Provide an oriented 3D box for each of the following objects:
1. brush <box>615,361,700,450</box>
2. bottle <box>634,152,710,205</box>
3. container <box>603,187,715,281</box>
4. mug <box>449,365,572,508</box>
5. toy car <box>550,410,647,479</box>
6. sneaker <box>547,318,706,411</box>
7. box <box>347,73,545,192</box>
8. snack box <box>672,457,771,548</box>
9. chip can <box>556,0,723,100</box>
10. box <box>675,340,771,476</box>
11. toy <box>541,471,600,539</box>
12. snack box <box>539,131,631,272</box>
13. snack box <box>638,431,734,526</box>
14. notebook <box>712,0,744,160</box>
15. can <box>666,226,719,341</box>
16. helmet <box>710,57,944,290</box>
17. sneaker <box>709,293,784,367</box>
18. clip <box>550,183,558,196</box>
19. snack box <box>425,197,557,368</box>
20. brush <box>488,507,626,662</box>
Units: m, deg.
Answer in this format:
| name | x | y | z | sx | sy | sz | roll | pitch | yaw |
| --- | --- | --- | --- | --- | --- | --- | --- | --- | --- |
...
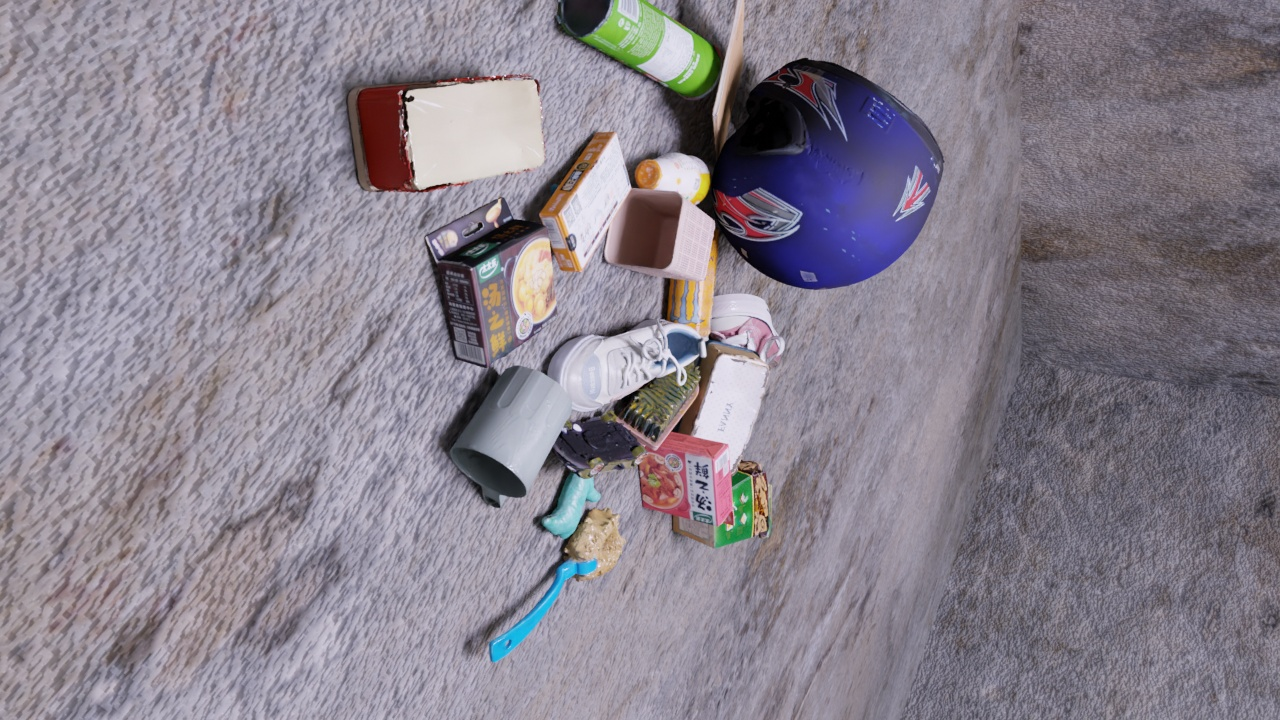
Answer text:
| name | x | y | z | sx | sy | sz | roll | pitch | yaw |
| --- | --- | --- | --- | --- | --- | --- | --- | --- | --- |
| brush | 0.027 | 0.054 | 1.159 | 0.145 | 0.063 | 0.073 | -48 | 165 | -45 |
| bottle | 0.036 | -0.215 | 1.086 | 0.108 | 0.063 | 0.063 | -8 | 106 | -58 |
| container | 0.028 | -0.143 | 1.073 | 0.110 | 0.090 | 0.090 | 11 | 89 | -62 |
| mug | -0.125 | 0.078 | 0.909 | 0.124 | 0.084 | 0.103 | 100 | 16 | -59 |
| toy car | -0.051 | 0.097 | 1.036 | 0.042 | 0.070 | 0.157 | -52 | 155 | 22 |
| sneaker | -0.006 | 0.006 | 1.056 | 0.241 | 0.091 | 0.089 | -23 | 117 | -53 |
| box | -0.151 | -0.192 | 0.774 | 0.167 | 0.080 | 0.091 | -29 | 121 | -52 |
| snack box | 0.105 | 0.201 | 1.287 | 0.105 | 0.118 | 0.118 | -21 | 116 | -41 |
| chip can | 0.006 | -0.348 | 0.992 | 0.235 | 0.072 | 0.072 | 2 | 97 | -58 |
| box | 0.108 | 0.059 | 1.221 | 0.089 | 0.059 | 0.184 | 15 | 102 | -18 |
| toy | -0.074 | 0.161 | 1.050 | 0.091 | 0.030 | 0.096 | -67 | 152 | -17 |
| snack box | -0.054 | -0.169 | 0.967 | 0.075 | 0.026 | 0.153 | 72 | 33 | -42 |
| snack box | 0.058 | 0.160 | 1.181 | 0.044 | 0.113 | 0.127 | -39 | 130 | -49 |
| notebook | 0.110 | -0.339 | 1.143 | 0.207 | 0.008 | 0.147 | 41 | 61 | -83 |
| can | 0.066 | -0.100 | 1.173 | 0.058 | 0.058 | 0.146 | -10 | 107 | -57 |
| helmet | 0.206 | -0.221 | 1.149 | 0.240 | 0.315 | 0.247 | -45 | 129 | 2 |
| sneaker | 0.147 | -0.020 | 1.289 | 0.241 | 0.118 | 0.087 | 41 | 42 | -60 |
| clip | -0.083 | -0.157 | 0.959 | 0.043 | 0.014 | 0.056 | -23 | 115 | -55 |
| snack box | -0.136 | -0.075 | 0.868 | 0.113 | 0.053 | 0.126 | -41 | 137 | -46 |
| brush | -0.089 | 0.249 | 1.024 | 0.253 | 0.046 | 0.083 | -39 | 136 | -54 |
